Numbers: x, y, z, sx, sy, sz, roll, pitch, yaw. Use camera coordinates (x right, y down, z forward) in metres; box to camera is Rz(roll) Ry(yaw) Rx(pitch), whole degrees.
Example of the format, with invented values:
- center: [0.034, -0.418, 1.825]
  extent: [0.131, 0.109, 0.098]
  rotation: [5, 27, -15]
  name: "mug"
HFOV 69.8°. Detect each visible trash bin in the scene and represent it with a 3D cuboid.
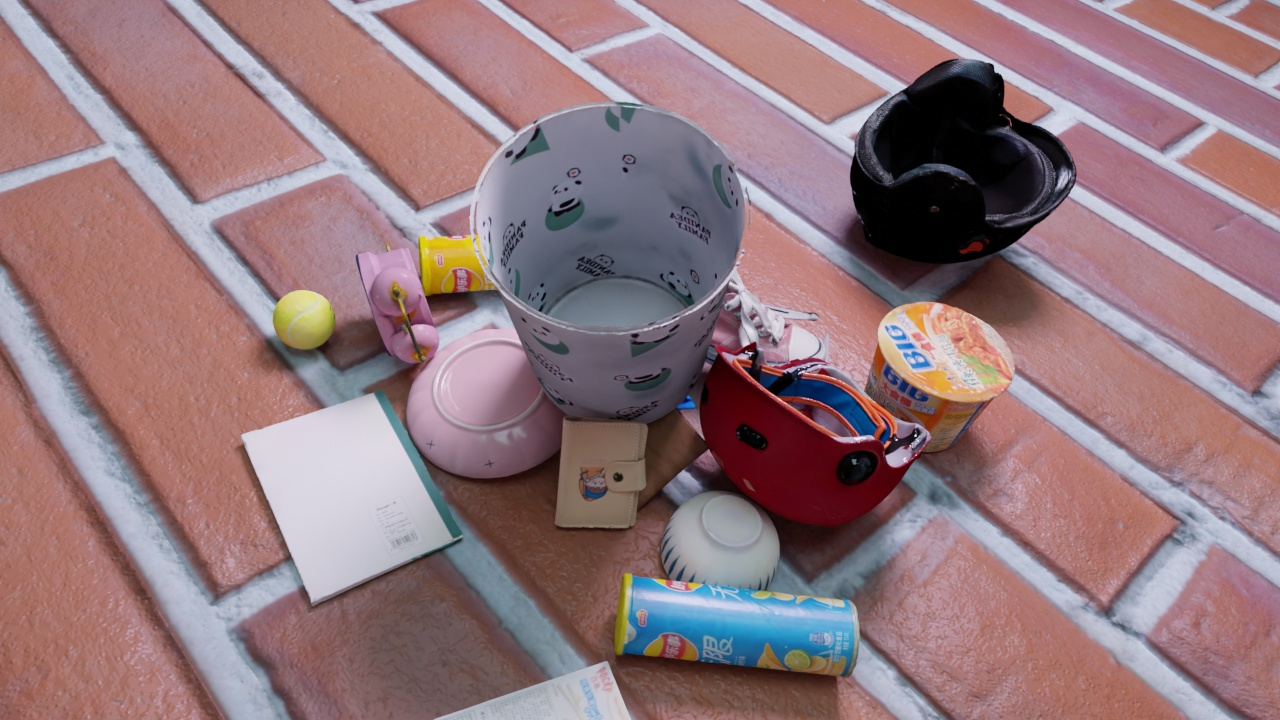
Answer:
- center: [-0.025, -0.067, 0.853]
  extent: [0.229, 0.252, 0.229]
  rotation: [0, 63, 0]
  name: "trash bin"

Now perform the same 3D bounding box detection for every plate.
- center: [-0.156, 0.034, 0.972]
  extent: [0.192, 0.039, 0.192]
  rotation: [-2, 52, 2]
  name: "plate"

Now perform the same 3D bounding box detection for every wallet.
- center: [-0.036, 0.111, 0.897]
  extent: [0.087, 0.115, 0.024]
  rotation: [3, 18, -10]
  name: "wallet"
- center: [-0.001, 0.080, 0.949]
  extent: [0.101, 0.020, 0.115]
  rotation: [-41, 67, 4]
  name: "wallet"

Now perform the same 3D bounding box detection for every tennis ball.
- center: [-0.371, -0.045, 1.013]
  extent: [0.065, 0.066, 0.065]
  rotation: [5, 47, -5]
  name: "tennis ball"

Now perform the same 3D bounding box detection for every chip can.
- center: [-0.160, -0.120, 1.115]
  extent: [0.213, 0.072, 0.072]
  rotation: [-5, 49, -15]
  name: "chip can"
- center: [0.085, 0.239, 0.825]
  extent: [0.210, 0.071, 0.071]
  rotation: [7, 47, -3]
  name: "chip can"

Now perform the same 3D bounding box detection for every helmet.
- center: [0.148, 0.082, 0.906]
  extent: [0.239, 0.144, 0.207]
  rotation: [12, 20, -38]
  name: "helmet"
- center: [0.412, -0.239, 1.212]
  extent: [0.275, 0.231, 0.232]
  rotation: [16, 62, 7]
  name: "helmet"

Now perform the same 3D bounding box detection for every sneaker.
- center: [0.103, -0.047, 1.024]
  extent: [0.241, 0.088, 0.118]
  rotation: [18, 42, -7]
  name: "sneaker"

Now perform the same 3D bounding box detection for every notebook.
- center: [-0.287, 0.125, 0.908]
  extent: [0.150, 0.012, 0.209]
  rotation: [-21, 54, -26]
  name: "notebook"

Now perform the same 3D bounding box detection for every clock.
- center: [-0.261, -0.060, 0.995]
  extent: [0.059, 0.117, 0.158]
  rotation: [-18, 32, -11]
  name: "clock"

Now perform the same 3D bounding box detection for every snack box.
- center: [-0.085, 0.314, 0.758]
  extent: [0.156, 0.027, 0.084]
  rotation: [-12, 51, -20]
  name: "snack box"

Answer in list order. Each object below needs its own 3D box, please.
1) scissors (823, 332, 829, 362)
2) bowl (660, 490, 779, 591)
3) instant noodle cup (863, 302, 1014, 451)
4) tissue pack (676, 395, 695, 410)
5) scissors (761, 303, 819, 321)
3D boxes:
- center: [0.206, 0.027, 1.083]
  extent: [0.144, 0.012, 0.170]
  rotation: [-19, 51, -24]
  name: "scissors"
- center: [0.081, 0.173, 0.889]
  extent: [0.116, 0.066, 0.116]
  rotation: [5, 47, -6]
  name: "bowl"
- center: [0.326, 0.024, 1.036]
  extent: [0.151, 0.112, 0.151]
  rotation: [5, 47, -5]
  name: "instant noodle cup"
- center: [-0.006, 0.006, 1.037]
  extent: [0.094, 0.052, 0.157]
  rotation: [-12, 51, -18]
  name: "tissue pack"
- center: [0.107, -0.075, 1.142]
  extent: [0.188, 0.015, 0.224]
  rotation: [-13, 45, -16]
  name: "scissors"
